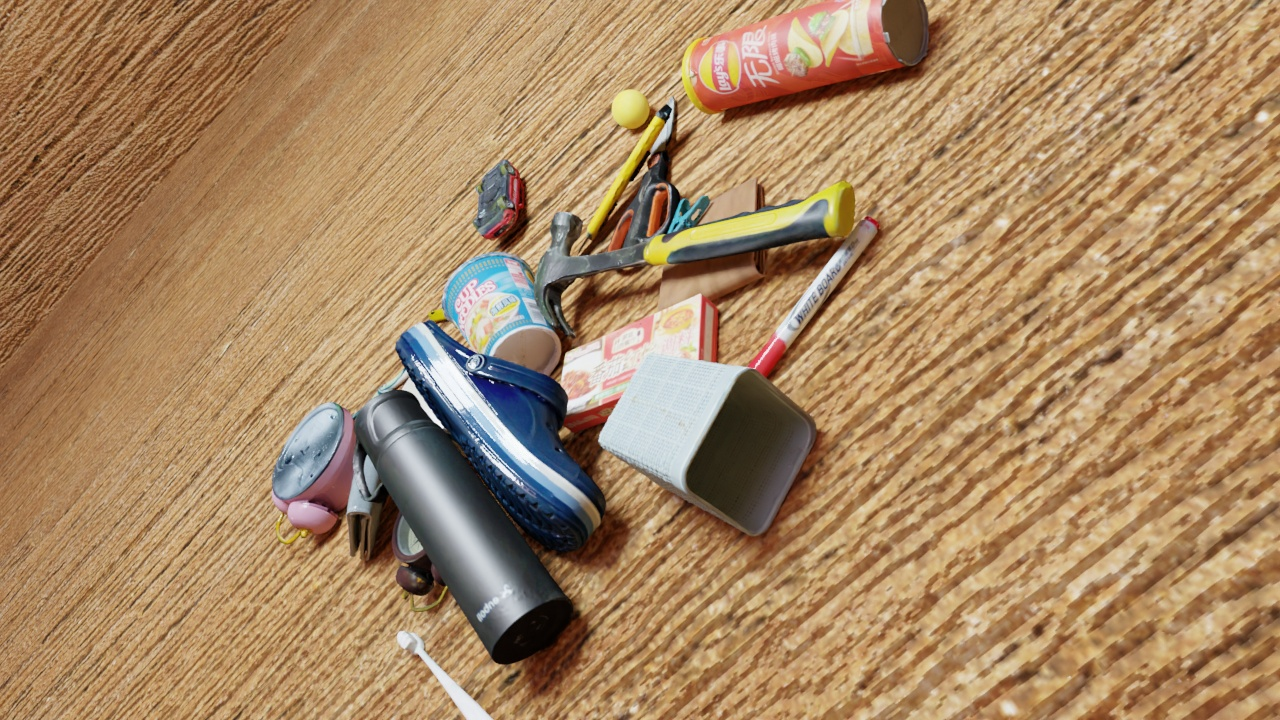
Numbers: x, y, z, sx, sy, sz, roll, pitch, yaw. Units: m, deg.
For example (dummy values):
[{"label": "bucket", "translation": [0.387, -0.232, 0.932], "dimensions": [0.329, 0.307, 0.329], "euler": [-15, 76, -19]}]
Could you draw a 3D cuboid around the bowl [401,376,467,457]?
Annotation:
[{"label": "bowl", "translation": [-0.180, 0.052, 0.874], "dimensions": [0.117, 0.066, 0.116], "euler": [-28, 44, 30]}]

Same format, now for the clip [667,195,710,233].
[{"label": "clip", "translation": [0.039, -0.123, 0.809], "dimensions": [0.034, 0.013, 0.055], "euler": [7, 60, 55]}]

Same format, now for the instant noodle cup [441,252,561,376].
[{"label": "instant noodle cup", "translation": [-0.126, -0.034, 0.873], "dimensions": [0.099, 0.099, 0.110], "euler": [-45, 45, 9]}]

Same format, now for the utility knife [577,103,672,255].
[{"label": "utility knife", "translation": [-0.017, -0.175, 0.910], "dimensions": [0.177, 0.015, 0.033], "euler": [-57, -2, 12]}]

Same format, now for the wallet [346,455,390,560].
[{"label": "wallet", "translation": [-0.261, 0.118, 0.903], "dimensions": [0.107, 0.037, 0.129], "euler": [111, 163, -50]}]

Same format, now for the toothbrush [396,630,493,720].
[{"label": "toothbrush", "translation": [-0.151, 0.256, 0.721], "dimensions": [0.180, 0.016, 0.016], "euler": [20, 78, 51]}]

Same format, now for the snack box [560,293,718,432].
[{"label": "snack box", "translation": [-0.005, 0.004, 0.764], "dimensions": [0.153, 0.025, 0.075], "euler": [-22, 47, 34]}]

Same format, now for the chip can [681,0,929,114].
[{"label": "chip can", "translation": [0.138, -0.270, 0.800], "dimensions": [0.217, 0.073, 0.073], "euler": [0, 61, 46]}]

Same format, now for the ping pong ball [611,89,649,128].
[{"label": "ping pong ball", "translation": [-0.010, -0.267, 0.975], "dimensions": [0.040, 0.040, 0.040], "euler": [-27, 44, 29]}]

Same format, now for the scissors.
[{"label": "scissors", "translation": [0.002, -0.179, 0.908], "dimensions": [0.140, 0.021, 0.234], "euler": [-42, 32, 24]}]

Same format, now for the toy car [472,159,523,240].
[{"label": "toy car", "translation": [-0.160, -0.183, 1.059], "dimensions": [0.053, 0.045, 0.120], "euler": [-33, 36, 26]}]

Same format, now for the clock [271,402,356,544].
[{"label": "clock", "translation": [-0.351, 0.126, 0.999], "dimensions": [0.117, 0.060, 0.158], "euler": [18, 73, 50]}]

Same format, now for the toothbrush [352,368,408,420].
[{"label": "toothbrush", "translation": [-0.291, 0.030, 1.047], "dimensions": [0.192, 0.018, 0.016], "euler": [-37, 40, 20]}]

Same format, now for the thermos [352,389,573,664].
[{"label": "thermos", "translation": [-0.153, 0.130, 0.722], "dimensions": [0.090, 0.068, 0.242], "euler": [-53, 56, 12]}]

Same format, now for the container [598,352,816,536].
[{"label": "container", "translation": [0.041, 0.051, 0.630], "dimensions": [0.112, 0.090, 0.090], "euler": [16, 72, 54]}]

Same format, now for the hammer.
[{"label": "hammer", "translation": [0.027, -0.090, 0.761], "dimensions": [0.324, 0.032, 0.126], "euler": [-6, 64, 42]}]

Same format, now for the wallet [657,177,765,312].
[{"label": "wallet", "translation": [0.061, -0.095, 0.783], "dimensions": [0.101, 0.020, 0.115], "euler": [-24, 43, 33]}]

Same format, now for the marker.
[{"label": "marker", "translation": [0.127, -0.045, 0.675], "dimensions": [0.145, 0.017, 0.017], "euler": [-52, 37, 0]}]

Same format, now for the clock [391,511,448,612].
[{"label": "clock", "translation": [-0.172, 0.158, 0.790], "dimensions": [0.082, 0.055, 0.121], "euler": [-22, 48, 33]}]

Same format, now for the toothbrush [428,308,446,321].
[{"label": "toothbrush", "translation": [-0.173, -0.064, 1.001], "dimensions": [0.191, 0.016, 0.015], "euler": [-9, 54, 42]}]

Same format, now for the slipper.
[{"label": "slipper", "translation": [-0.105, 0.051, 0.749], "dimensions": [0.095, 0.105, 0.253], "euler": [-38, 59, -16]}]
